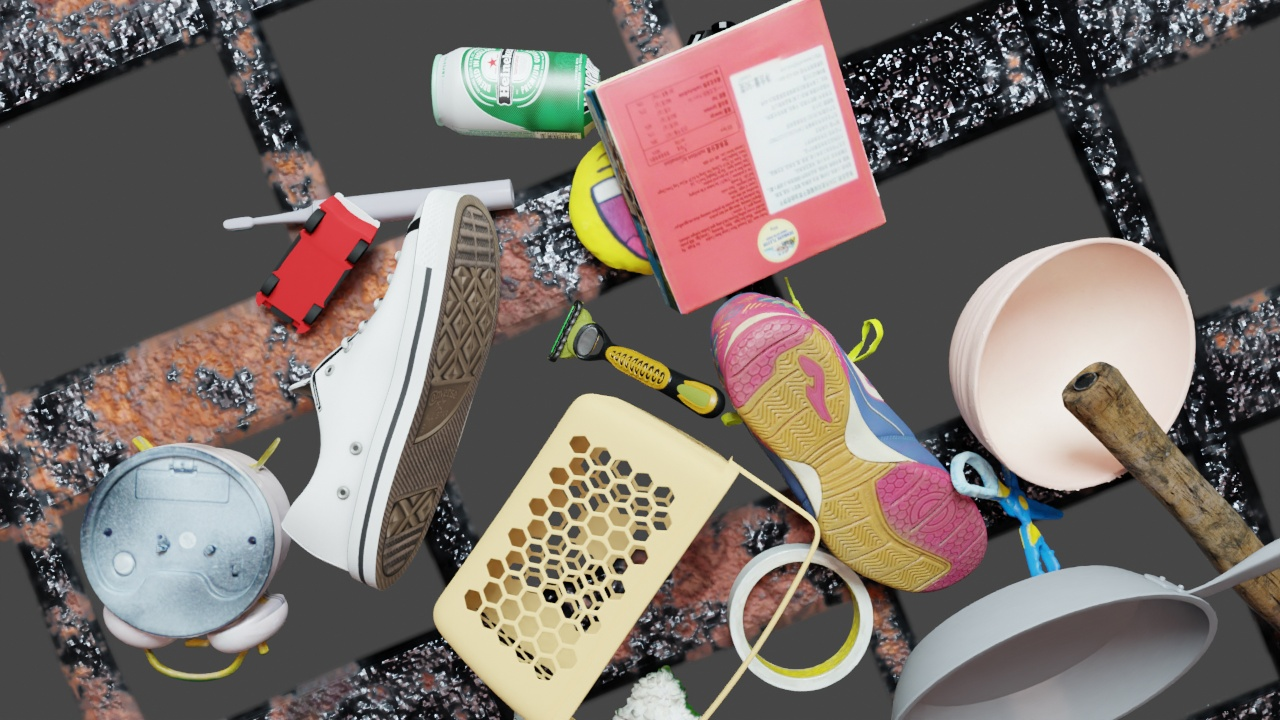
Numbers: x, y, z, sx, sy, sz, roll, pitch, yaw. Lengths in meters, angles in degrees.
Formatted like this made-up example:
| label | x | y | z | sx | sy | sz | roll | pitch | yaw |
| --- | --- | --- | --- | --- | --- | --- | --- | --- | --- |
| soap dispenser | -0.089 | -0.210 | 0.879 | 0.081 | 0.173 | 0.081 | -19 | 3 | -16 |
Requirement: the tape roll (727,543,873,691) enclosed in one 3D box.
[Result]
| label | x | y | z | sx | sy | sz | roll | pitch | yaw |
| --- | --- | --- | --- | --- | --- | --- | --- | --- | --- |
| tape roll | 0.105 | 0.169 | 0.606 | 0.094 | 0.019 | 0.094 | 0 | 91 | 0 |

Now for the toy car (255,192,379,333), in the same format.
| label | x | y | z | sx | sy | sz | roll | pitch | yaw |
| --- | --- | --- | --- | --- | --- | --- | --- | --- | --- |
| toy car | -0.206 | -0.061 | 0.585 | 0.038 | 0.025 | 0.090 | 37 | 112 | -14 |

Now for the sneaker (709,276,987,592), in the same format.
| label | x | y | z | sx | sy | sz | roll | pitch | yaw |
| --- | --- | --- | --- | --- | --- | --- | --- | --- | --- |
| sneaker | 0.134 | 0.048 | 0.581 | 0.116 | 0.091 | 0.242 | -40 | 111 | 6 |

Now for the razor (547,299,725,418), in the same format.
| label | x | y | z | sx | sy | sz | roll | pitch | yaw |
| --- | --- | --- | --- | --- | --- | --- | --- | --- | --- |
| razor | -0.003 | 0.003 | 0.559 | 0.144 | 0.021 | 0.044 | 26 | 91 | 42 |

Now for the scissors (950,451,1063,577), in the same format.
| label | x | y | z | sx | sy | sz | roll | pitch | yaw |
| --- | --- | --- | --- | --- | --- | --- | --- | --- | --- |
| scissors | 0.233 | 0.091 | 0.575 | 0.130 | 0.125 | 0.014 | 28 | 136 | -33 |

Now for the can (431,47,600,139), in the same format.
| label | x | y | z | sx | sy | sz | roll | pitch | yaw |
| --- | --- | --- | --- | --- | --- | --- | --- | --- | --- |
| can | -0.077 | -0.167 | 0.577 | 0.101 | 0.053 | 0.053 | 2 | 91 | -1 |

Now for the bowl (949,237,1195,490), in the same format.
| label | x | y | z | sx | sy | sz | roll | pitch | yaw |
| --- | --- | --- | --- | --- | --- | --- | --- | --- | --- |
| bowl | 0.251 | -0.003 | 0.567 | 0.153 | 0.076 | 0.153 | -3 | 101 | -15 |

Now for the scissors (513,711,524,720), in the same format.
| label | x | y | z | sx | sy | sz | roll | pitch | yaw |
| --- | --- | --- | --- | --- | --- | --- | --- | --- | --- |
| scissors | -0.069 | 0.255 | 0.582 | 0.130 | 0.014 | 0.119 | -31 | 104 | 36 |

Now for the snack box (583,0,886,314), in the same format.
| label | x | y | z | sx | sy | sz | roll | pitch | yaw |
| --- | --- | --- | --- | --- | --- | --- | --- | --- | --- |
| snack box | 0.059 | -0.121 | 0.551 | 0.142 | 0.040 | 0.145 | -25 | 109 | -8 |

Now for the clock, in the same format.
| label | x | y | z | sx | sy | sz | roll | pitch | yaw |
| --- | --- | --- | --- | --- | --- | --- | --- | --- | --- |
| clock | -0.280 | 0.127 | 0.581 | 0.117 | 0.059 | 0.158 | 1 | 92 | 0 |

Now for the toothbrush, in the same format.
| label | x | y | z | sx | sy | sz | roll | pitch | yaw |
| --- | --- | --- | --- | --- | --- | --- | --- | --- | --- |
| toothbrush | -0.176 | -0.098 | 0.595 | 0.188 | 0.019 | 0.018 | -6 | 78 | -1 |

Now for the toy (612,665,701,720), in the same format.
| label | x | y | z | sx | sy | sz | roll | pitch | yaw |
| --- | --- | --- | --- | --- | --- | --- | --- | --- | --- |
| toy | 0.007 | 0.265 | 0.599 | 0.109 | 0.041 | 0.095 | -44 | 93 | 7 |

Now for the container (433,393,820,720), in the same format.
| label | x | y | z | sx | sy | sz | roll | pitch | yaw |
| --- | --- | --- | --- | --- | --- | --- | --- | --- | --- |
| container | -0.004 | 0.129 | 0.548 | 0.167 | 0.129 | 0.183 | 34 | 91 | 8 |

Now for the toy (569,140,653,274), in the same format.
| label | x | y | z | sx | sy | sz | roll | pitch | yaw |
| --- | --- | --- | --- | --- | --- | --- | --- | --- | --- |
| toy | 0.002 | -0.102 | 0.586 | 0.095 | 0.041 | 0.094 | -11 | 97 | -5 |

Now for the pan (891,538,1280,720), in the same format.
| label | x | y | z | sx | sy | sz | roll | pitch | yaw |
| --- | --- | --- | --- | --- | --- | --- | --- | --- | --- |
| pan | 0.286 | 0.138 | 0.511 | 0.200 | 0.050 | 0.357 | 24 | 122 | -34 |

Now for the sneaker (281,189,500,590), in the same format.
| label | x | y | z | sx | sy | sz | roll | pitch | yaw |
| --- | --- | --- | --- | --- | --- | --- | --- | --- | --- |
| sneaker | -0.162 | 0.009 | 0.571 | 0.097 | 0.091 | 0.245 | 17 | 94 | 12 |

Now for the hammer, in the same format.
| label | x | y | z | sx | sy | sz | roll | pitch | yaw |
| --- | --- | --- | --- | --- | --- | --- | --- | --- | --- |
| hammer | 0.359 | 0.125 | 0.561 | 0.330 | 0.033 | 0.120 | 42 | 91 | -17 |

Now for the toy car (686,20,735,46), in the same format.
| label | x | y | z | sx | sy | sz | roll | pitch | yaw |
| --- | --- | --- | --- | --- | --- | --- | --- | --- | --- |
| toy car | 0.073 | -0.191 | 0.586 | 0.091 | 0.036 | 0.042 | -4 | 94 | -5 |
